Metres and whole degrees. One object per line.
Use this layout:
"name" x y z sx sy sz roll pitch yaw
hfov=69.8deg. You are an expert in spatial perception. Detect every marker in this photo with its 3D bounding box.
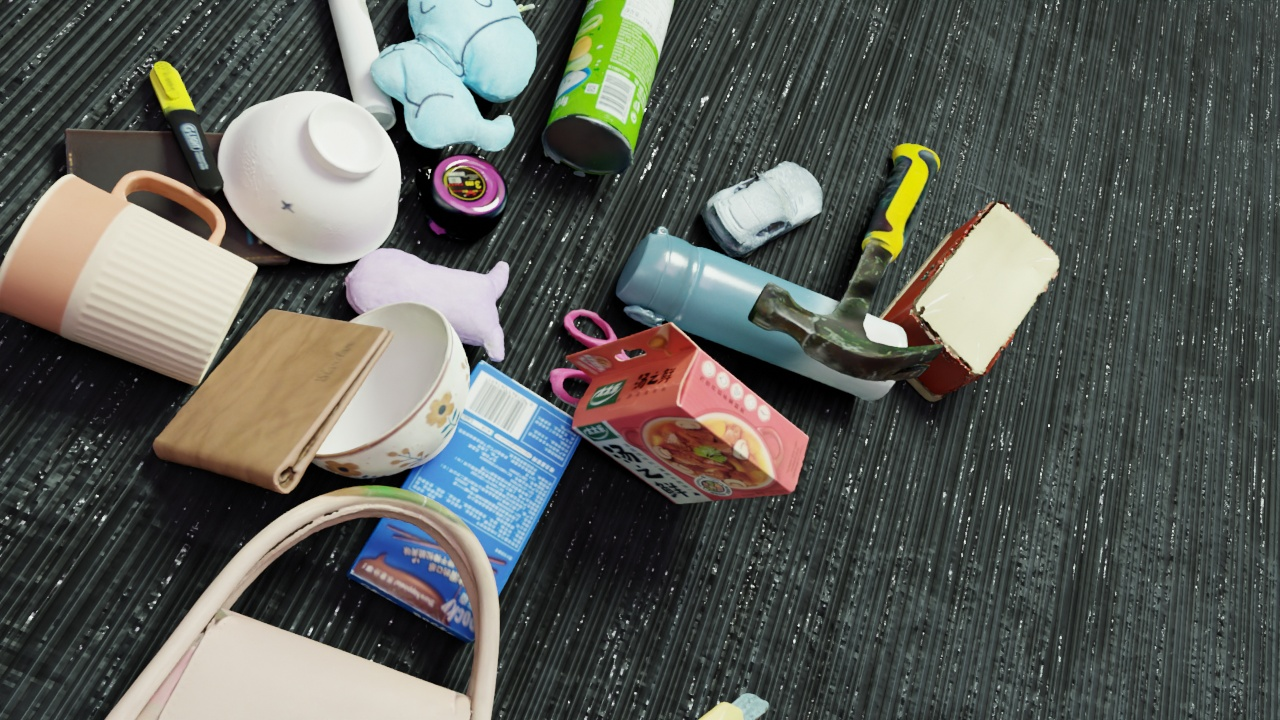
"marker" -0.285 -0.147 0.575 0.018 0.015 0.124 -18 58 -28

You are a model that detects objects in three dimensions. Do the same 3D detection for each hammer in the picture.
"hammer" 0.192 -0.091 0.717 0.126 0.032 0.322 30 43 6

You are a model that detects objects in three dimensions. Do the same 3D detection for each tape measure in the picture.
"tape measure" -0.123 -0.113 0.640 0.057 0.039 0.058 -27 77 -31

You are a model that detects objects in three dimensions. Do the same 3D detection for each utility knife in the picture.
"utility knife" 0.019 0.257 0.569 0.172 0.019 0.031 -27 87 -28

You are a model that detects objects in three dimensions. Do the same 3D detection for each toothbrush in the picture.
"toothbrush" -0.215 -0.268 0.668 0.026 0.027 0.221 -16 76 -5

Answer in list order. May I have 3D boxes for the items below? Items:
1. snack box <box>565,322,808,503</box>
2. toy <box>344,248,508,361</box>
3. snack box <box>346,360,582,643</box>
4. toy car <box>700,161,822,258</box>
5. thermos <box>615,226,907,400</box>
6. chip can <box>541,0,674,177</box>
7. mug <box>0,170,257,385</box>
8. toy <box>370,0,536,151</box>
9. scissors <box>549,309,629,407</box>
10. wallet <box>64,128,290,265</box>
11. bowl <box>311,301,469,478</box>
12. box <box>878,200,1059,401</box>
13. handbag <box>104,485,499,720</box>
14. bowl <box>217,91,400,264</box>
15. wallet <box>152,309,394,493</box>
"snack box" 0.021 0.040 0.582 0.127 0.113 0.044 38 59 -25
"toy" -0.139 -0.045 0.607 0.108 0.039 0.083 11 51 -14
"snack box" -0.105 0.086 0.577 0.084 0.026 0.156 33 61 -10
"toy car" 0.103 -0.125 0.744 0.120 0.037 0.054 -29 83 -32
"thermos" 0.090 -0.032 0.686 0.220 0.070 0.070 19 64 -15
"chip can" -0.015 -0.256 0.722 0.072 0.072 0.235 20 64 -15
"mug" -0.281 -0.054 0.522 0.106 0.082 0.114 27 51 -21
"toy" -0.128 -0.224 0.670 0.155 0.050 0.161 -31 81 -37
"scissors" -0.002 0.004 0.662 0.137 0.017 0.096 6 61 -26
"wallet" -0.289 -0.101 0.577 0.122 0.020 0.096 -6 73 -23
"bowl" -0.149 0.026 0.551 0.113 0.114 0.062 -65 144 -28
"box" 0.278 -0.053 0.765 0.091 0.079 0.168 45 61 0
"handbag" -0.161 0.179 0.478 0.193 0.094 0.233 25 64 -14
"bowl" -0.197 -0.128 0.582 0.118 0.065 0.118 17 61 -34
"wallet" -0.210 0.018 0.530 0.101 0.020 0.115 8 55 27
